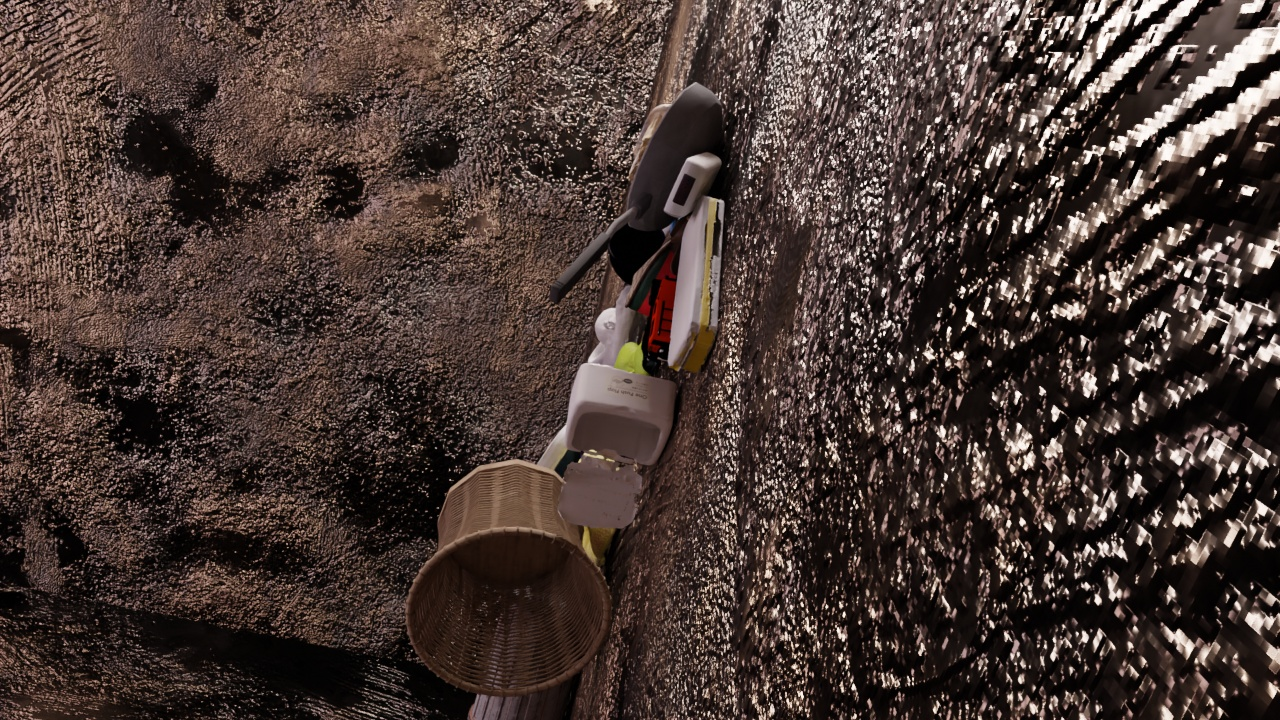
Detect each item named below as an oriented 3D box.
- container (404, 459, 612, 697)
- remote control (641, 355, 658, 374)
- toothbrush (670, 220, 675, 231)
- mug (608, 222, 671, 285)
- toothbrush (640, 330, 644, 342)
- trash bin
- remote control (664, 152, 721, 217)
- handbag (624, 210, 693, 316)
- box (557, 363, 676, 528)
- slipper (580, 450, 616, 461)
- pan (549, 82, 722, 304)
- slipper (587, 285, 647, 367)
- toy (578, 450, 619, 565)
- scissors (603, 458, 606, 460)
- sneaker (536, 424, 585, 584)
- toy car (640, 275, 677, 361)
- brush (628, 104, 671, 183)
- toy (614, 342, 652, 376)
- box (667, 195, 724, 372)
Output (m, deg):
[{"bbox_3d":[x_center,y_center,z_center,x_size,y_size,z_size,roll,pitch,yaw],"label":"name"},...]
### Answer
[{"bbox_3d":[-0.156,0.249,1.104,0.196,0.226,0.227,-107,30,-67],"label":"container"},{"bbox_3d":[0.024,-0.057,1.187,0.041,0.020,0.151,120,164,-66],"label":"remote control"},{"bbox_3d":[0.047,-0.170,1.280,0.016,0.014,0.166,125,154,-74],"label":"toothbrush"},{"bbox_3d":[0.008,-0.165,1.359,0.118,0.085,0.100,-48,-15,-13],"label":"mug"},{"bbox_3d":[-0.006,0.040,1.275,0.016,0.016,0.167,174,108,-84],"label":"toothbrush"},{"bbox_3d":[-0.151,0.424,1.255,0.131,0.131,0.211,-116,41,-81],"label":"trash bin"},{"bbox_3d":[0.058,-0.189,0.979,0.060,0.025,0.138,-65,-5,20],"label":"remote control"},{"bbox_3d":[0.034,-0.116,1.070,0.166,0.063,0.138,156,137,-85],"label":"handbag"},{"bbox_3d":[-0.031,0.089,0.981,0.083,0.110,0.191,-84,8,-56],"label":"box"},{"bbox_3d":[-0.079,0.136,1.410,0.107,0.084,0.266,-114,38,-80],"label":"slipper"},{"bbox_3d":[0.004,-0.170,0.994,0.356,0.041,0.179,-53,-13,-39],"label":"pan"},{"bbox_3d":[-0.035,-0.044,1.428,0.247,0.074,0.112,116,170,-63],"label":"slipper"},{"bbox_3d":[-0.058,0.188,1.237,0.171,0.064,0.154,104,161,-50],"label":"toy"},{"bbox_3d":[-0.024,0.096,1.124,0.169,0.012,0.132,-60,10,-11],"label":"scissors"},{"bbox_3d":[-0.107,0.231,1.347,0.120,0.127,0.295,-48,-24,-57],"label":"sneaker"},{"bbox_3d":[0.032,-0.044,0.945,0.049,0.051,0.100,109,172,-61],"label":"toy car"},{"bbox_3d":[0.035,-0.293,1.296,0.271,0.083,0.056,152,132,-81],"label":"brush"},{"bbox_3d":[-0.007,0.007,1.235,0.094,0.036,0.094,-52,34,44],"label":"toy"},{"bbox_3d":[0.058,-0.078,0.894,0.064,0.033,0.209,115,167,-47],"label":"box"}]
